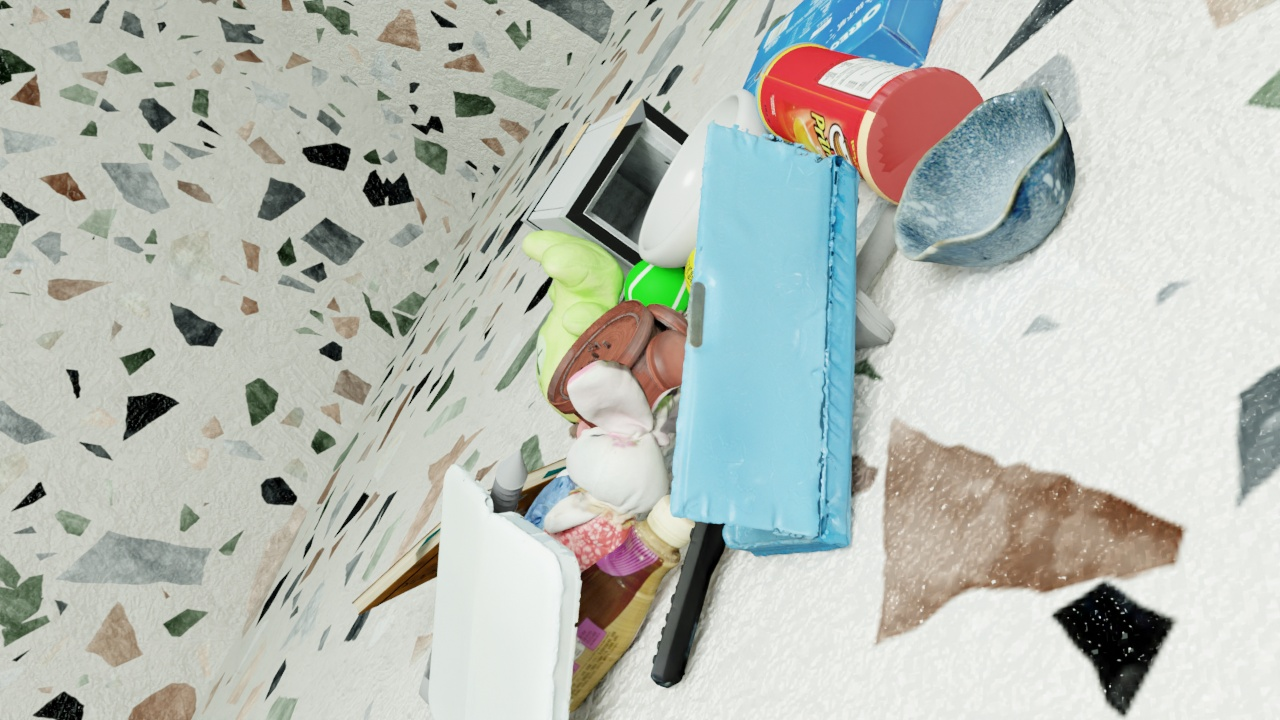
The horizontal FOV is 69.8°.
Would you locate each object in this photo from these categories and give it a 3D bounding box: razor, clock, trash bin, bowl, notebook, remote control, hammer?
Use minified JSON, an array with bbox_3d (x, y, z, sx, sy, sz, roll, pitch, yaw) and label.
[{"bbox_3d":[0.147,-0.059,0.605,0.116,0.047,0.088,-55,17,-20],"label":"razor"},{"bbox_3d":[-0.060,0.132,0.778,0.125,0.052,0.089,-62,19,-15],"label":"clock"},{"bbox_3d":[-0.005,0.005,0.799,0.158,0.072,0.120,-41,22,17],"label":"clock"},{"bbox_3d":[-0.017,-0.179,1.041,0.142,0.142,0.247,-57,19,-3],"label":"trash bin"},{"bbox_3d":[0.196,-0.091,0.505,0.111,0.055,0.110,-48,21,25],"label":"bowl"},{"bbox_3d":[-0.162,0.163,0.876,0.178,0.014,0.250,-18,-19,-51],"label":"notebook"},{"bbox_3d":[0.038,0.124,0.562,0.047,0.022,0.150,75,-148,-65],"label":"remote control"},{"bbox_3d":[-0.123,0.157,0.728,0.323,0.043,0.155,114,170,-49],"label":"hammer"},{"bbox_3d":[0.070,-0.156,0.844,0.177,0.066,0.176,-54,18,26],"label":"bowl"}]

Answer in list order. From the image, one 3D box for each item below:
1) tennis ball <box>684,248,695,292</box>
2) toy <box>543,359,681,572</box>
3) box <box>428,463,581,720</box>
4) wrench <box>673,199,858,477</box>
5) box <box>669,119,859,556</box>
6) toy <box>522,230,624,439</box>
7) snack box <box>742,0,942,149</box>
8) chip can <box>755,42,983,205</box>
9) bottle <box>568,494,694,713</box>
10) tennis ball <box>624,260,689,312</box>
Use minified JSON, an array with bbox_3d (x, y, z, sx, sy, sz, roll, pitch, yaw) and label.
[{"bbox_3d":[0.070,-0.072,0.771,0.065,0.065,0.065,-48,20,24],"label":"tennis ball"},{"bbox_3d":[-0.026,0.096,0.689,0.084,0.159,0.194,29,98,32],"label":"toy"},{"bbox_3d":[-0.101,0.189,0.607,0.191,0.045,0.209,27,113,53],"label":"box"},{"bbox_3d":[0.098,-0.016,0.689,0.272,0.018,0.073,-60,18,-14],"label":"wrench"},{"bbox_3d":[0.057,-0.011,0.531,0.094,0.111,0.231,-24,56,59],"label":"box"},{"bbox_3d":[-0.061,-0.030,0.924,0.107,0.197,0.150,-15,21,-16],"label":"toy"},{"bbox_3d":[0.185,-0.301,0.880,0.240,0.056,0.195,-27,35,54],"label":"snack box"},{"bbox_3d":[0.157,-0.179,0.668,0.087,0.087,0.213,-52,25,12],"label":"chip can"},{"bbox_3d":[-0.020,0.161,0.617,0.166,0.059,0.059,-53,19,12],"label":"bottle"},{"bbox_3d":[0.017,-0.068,0.896,0.065,0.065,0.065,-48,20,24],"label":"tennis ball"}]
